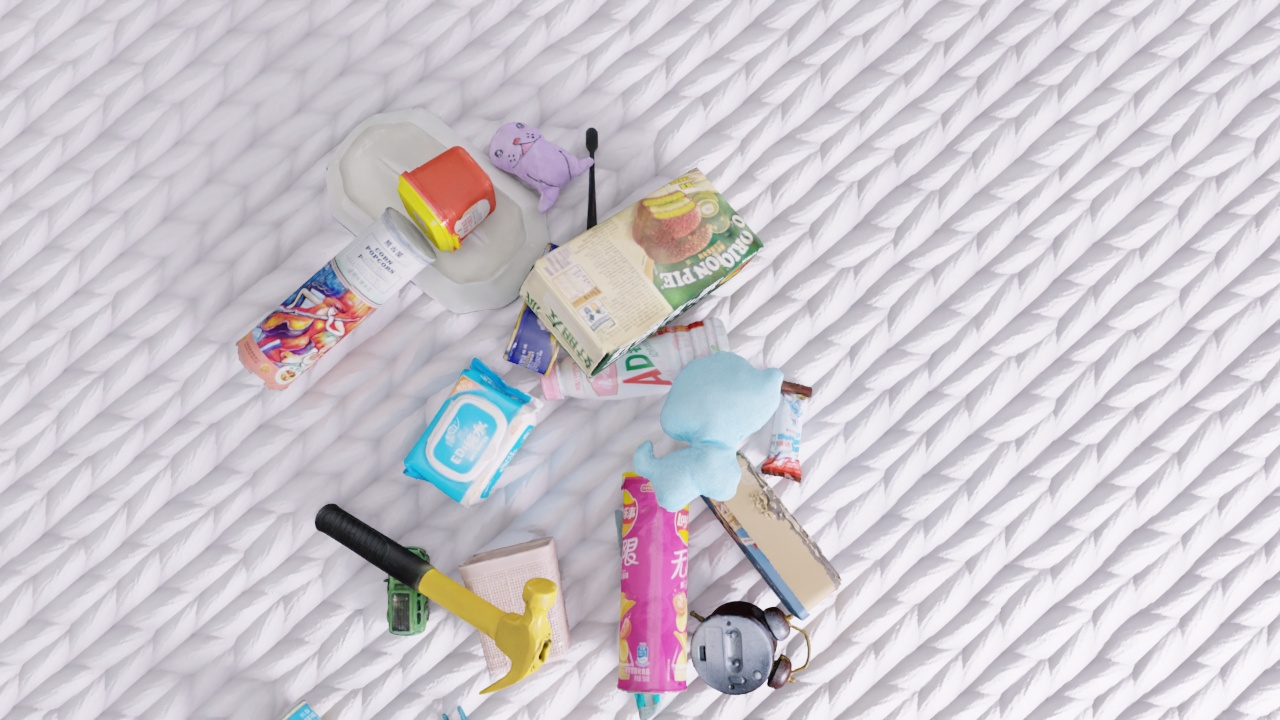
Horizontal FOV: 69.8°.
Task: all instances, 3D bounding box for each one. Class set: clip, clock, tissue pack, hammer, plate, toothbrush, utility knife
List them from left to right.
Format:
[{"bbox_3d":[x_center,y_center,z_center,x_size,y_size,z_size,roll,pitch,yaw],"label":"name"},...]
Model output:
[{"bbox_3d":[-0.206,0.212,0.881,0.301,0.032,0.129,22,108,29],"label":"hammer"},{"bbox_3d":[-0.222,-0.168,0.991,0.266,0.034,0.162,39,84,5],"label":"plate"},{"bbox_3d":[-0.181,0.381,0.933,0.042,0.014,0.056,-27,84,-2],"label":"clip"},{"bbox_3d":[-0.173,0.078,0.946,0.090,0.063,0.140,33,84,4],"label":"tissue pack"},{"bbox_3d":[-0.053,-0.164,1.001,0.016,0.018,0.181,0,85,6],"label":"toothbrush"},{"bbox_3d":[-0.005,0.261,0.948,0.029,0.013,0.215,-9,82,-5],"label":"utility knife"},{"bbox_3d":[0.107,0.283,0.909,0.122,0.055,0.082,-2,93,18],"label":"clock"}]

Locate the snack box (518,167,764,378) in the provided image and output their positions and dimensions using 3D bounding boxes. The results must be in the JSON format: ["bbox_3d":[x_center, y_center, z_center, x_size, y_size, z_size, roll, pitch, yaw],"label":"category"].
[{"bbox_3d":[0.005,-0.093,0.915,0.239,0.063,0.114,-37,84,-34],"label":"snack box"}]

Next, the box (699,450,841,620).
[{"bbox_3d":[0.129,0.178,0.919,0.061,0.090,0.184,-35,79,-5],"label":"box"}]

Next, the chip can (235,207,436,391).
[{"bbox_3d":[-0.313,-0.061,0.942,0.215,0.071,0.071,-39,84,7],"label":"chip can"}]

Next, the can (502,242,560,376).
[{"bbox_3d":[-0.095,-0.054,0.938,0.049,0.075,0.147,21,55,-8],"label":"can"}]

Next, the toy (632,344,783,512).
[{"bbox_3d":[0.065,0.060,0.888,0.161,0.050,0.156,-14,73,9],"label":"toy"}]

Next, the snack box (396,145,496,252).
[{"bbox_3d":[-0.192,-0.163,0.929,0.080,0.091,0.082,-39,84,-11],"label":"snack box"}]

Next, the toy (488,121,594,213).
[{"bbox_3d":[-0.117,-0.215,0.993,0.108,0.039,0.083,37,75,8],"label":"toy"}]

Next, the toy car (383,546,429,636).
[{"bbox_3d":[-0.240,0.237,0.942,0.043,0.036,0.091,-3,79,1],"label":"toy car"}]

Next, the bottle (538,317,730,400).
[{"bbox_3d":[-0.006,0.006,0.955,0.197,0.068,0.068,-11,83,2],"label":"bottle"}]

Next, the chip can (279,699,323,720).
[{"bbox_3d":[-0.283,0.433,0.898,0.210,0.071,0.071,43,85,5],"label":"chip can"}]

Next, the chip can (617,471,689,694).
[{"bbox_3d":[0.014,0.218,0.915,0.071,0.071,0.210,1,78,0],"label":"chip can"}]

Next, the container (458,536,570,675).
[{"bbox_3d":[-0.120,0.243,0.915,0.090,0.090,0.111,-13,86,-2],"label":"container"}]

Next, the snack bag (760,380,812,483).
[{"bbox_3d":[0.154,0.073,0.965,0.048,0.026,0.104,13,83,-10],"label":"snack bag"}]
